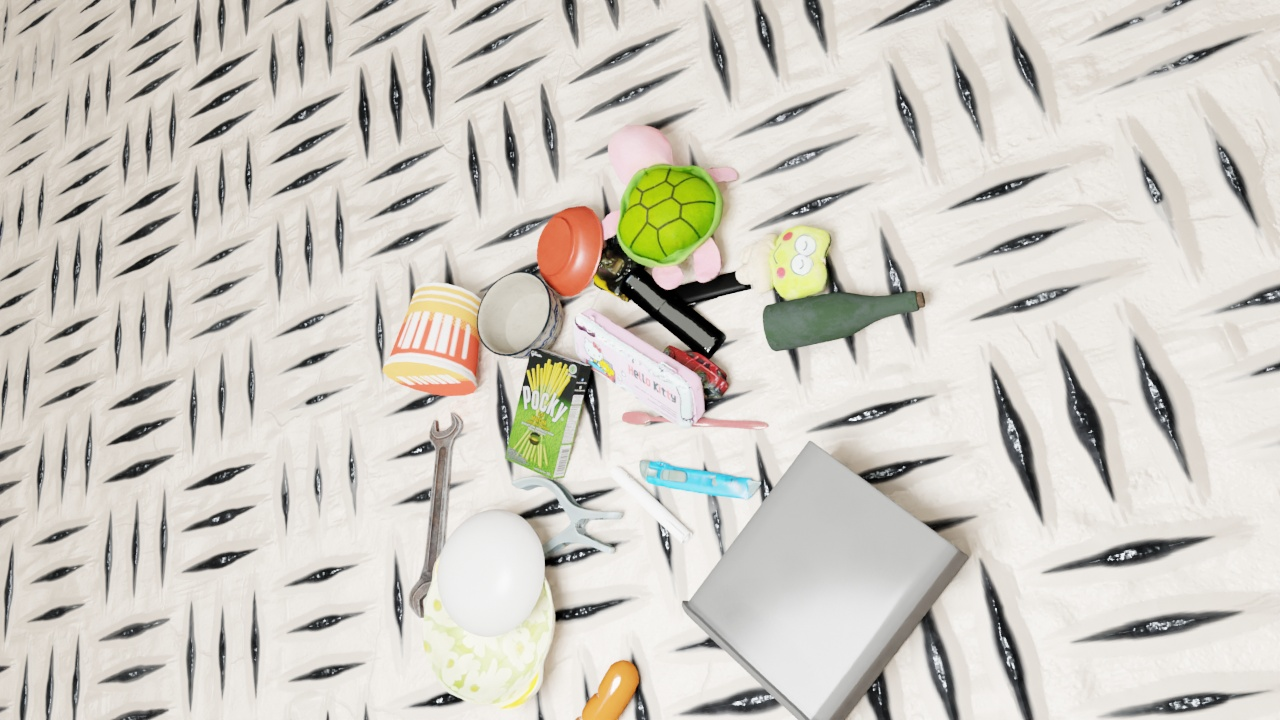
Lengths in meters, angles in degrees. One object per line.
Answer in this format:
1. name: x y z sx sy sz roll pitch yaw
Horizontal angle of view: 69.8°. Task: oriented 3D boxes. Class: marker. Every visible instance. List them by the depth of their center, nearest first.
1. marker: 0.009 0.169 1.086 0.133 0.020 0.017 39 96 31

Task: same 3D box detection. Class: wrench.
1. wrench: -0.271 0.204 1.230 0.070 0.010 0.273 -6 72 26

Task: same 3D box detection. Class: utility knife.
1. utility knife: 0.065 0.139 1.069 0.159 0.015 0.031 4 82 28

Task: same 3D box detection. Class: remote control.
1. remote control: 0.037 -0.060 1.126 0.152 0.020 0.041 40 94 16
2. remote control: 0.077 -0.087 1.131 0.124 0.011 0.028 -12 70 24

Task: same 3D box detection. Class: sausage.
1. sausage: -0.057 0.410 1.037 0.044 0.039 0.164 40 95 31

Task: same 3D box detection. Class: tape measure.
1. tape measure: -0.031 -0.119 1.183 0.063 0.038 0.067 28 90 32

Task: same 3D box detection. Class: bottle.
1. bottle: 0.226 -0.051 1.018 0.174 0.055 0.055 -11 70 24

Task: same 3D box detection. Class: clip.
1. clip: -0.096 0.171 1.137 0.172 0.029 0.143 -4 75 26

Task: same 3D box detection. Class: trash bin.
1. trash bin: 0.185 0.227 0.932 0.192 0.097 0.220 38 93 31

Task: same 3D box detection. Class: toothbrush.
1. toothbrush: 0.064 0.073 1.092 0.185 0.015 0.015 2 76 25

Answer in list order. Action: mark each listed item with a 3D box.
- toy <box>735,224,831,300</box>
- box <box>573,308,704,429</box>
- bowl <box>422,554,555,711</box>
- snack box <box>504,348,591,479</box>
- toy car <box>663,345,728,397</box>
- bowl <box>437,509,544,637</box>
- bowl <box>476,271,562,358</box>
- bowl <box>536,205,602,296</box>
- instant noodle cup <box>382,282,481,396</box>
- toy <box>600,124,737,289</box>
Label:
1. toy: 0.166 -0.114 1.072 0.115 0.046 0.092 0 73 30
2. box: -0.007 0.007 1.102 0.044 0.086 0.202 -37 51 -26
3. bowl: -0.173 0.317 1.116 0.188 0.060 0.219 -41 61 11
4. snack box: -0.118 0.067 1.160 0.080 0.025 0.147 18 98 31
5. toy car: 0.064 0.011 1.092 0.091 0.042 0.036 30 83 30
6. bowl: -0.187 0.248 1.082 0.150 0.043 0.149 -8 71 25
7. bowl: -0.153 -0.054 1.215 0.116 0.059 0.115 -8 71 26
8. bowl: -0.100 -0.146 1.204 0.122 0.035 0.122 -12 75 48
9. instant noodle cup: -0.272 -0.030 1.244 0.124 0.123 0.121 -3 66 27
10. toy: 0.030 -0.195 1.145 0.190 0.087 0.238 -23 65 13
